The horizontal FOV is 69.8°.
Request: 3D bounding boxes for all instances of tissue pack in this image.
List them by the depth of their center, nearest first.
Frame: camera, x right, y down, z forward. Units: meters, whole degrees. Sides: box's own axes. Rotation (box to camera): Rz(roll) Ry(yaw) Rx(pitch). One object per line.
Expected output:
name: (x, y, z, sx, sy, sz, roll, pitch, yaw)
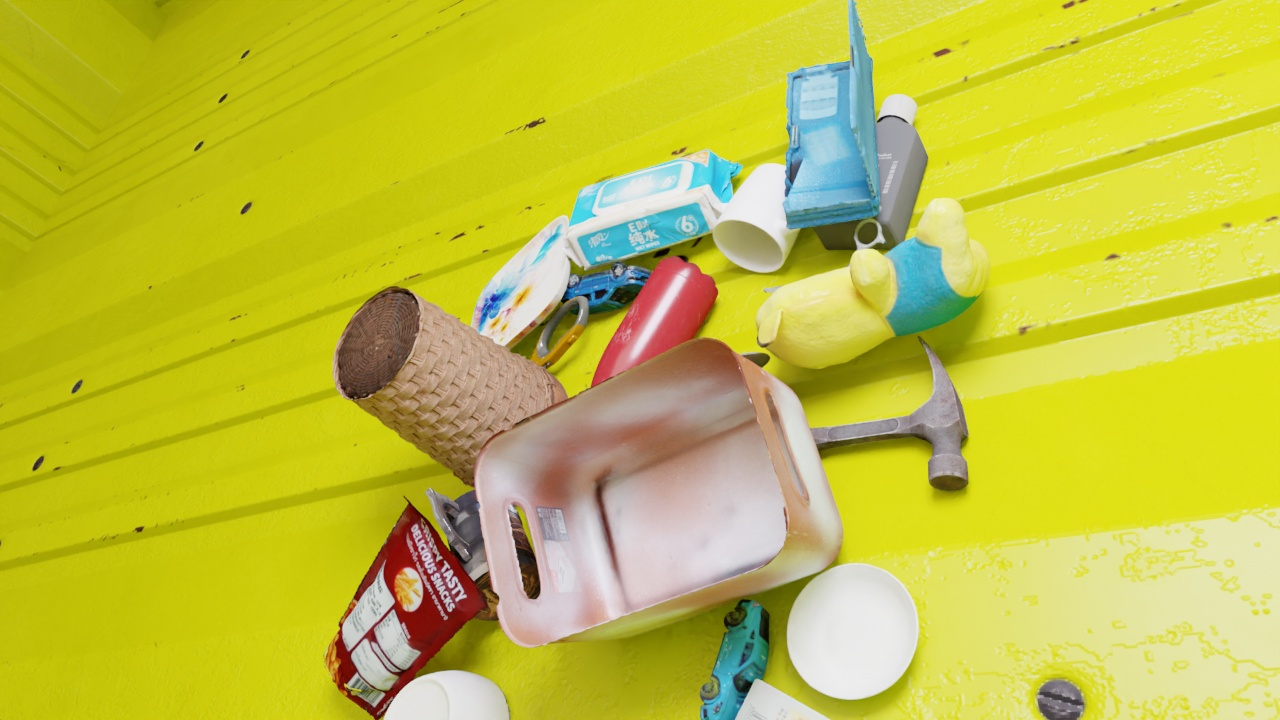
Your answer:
tissue pack: (0.014, -0.175, 1.054, 0.210, 0.066, 0.116, -13, 36, 19)

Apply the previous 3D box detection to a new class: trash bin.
trash bin: (0.019, 0.118, 0.757, 0.260, 0.157, 0.181, -27, 64, 24)
trash bin: (-0.191, 0.035, 0.929, 0.152, 0.210, 0.151, -19, 55, 28)

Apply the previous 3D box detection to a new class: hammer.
hammer: (0.132, 0.065, 0.832, 0.315, 0.035, 0.137, -12, 53, 30)

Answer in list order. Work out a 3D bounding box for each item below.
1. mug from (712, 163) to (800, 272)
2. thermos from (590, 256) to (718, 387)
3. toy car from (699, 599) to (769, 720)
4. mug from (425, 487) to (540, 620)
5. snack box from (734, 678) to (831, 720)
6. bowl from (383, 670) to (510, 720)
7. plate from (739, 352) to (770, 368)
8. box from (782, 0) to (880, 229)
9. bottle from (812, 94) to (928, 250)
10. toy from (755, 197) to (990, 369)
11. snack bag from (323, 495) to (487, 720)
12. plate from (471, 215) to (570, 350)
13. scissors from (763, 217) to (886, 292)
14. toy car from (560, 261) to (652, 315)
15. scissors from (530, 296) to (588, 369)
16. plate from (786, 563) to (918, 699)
mug: (0.141, -0.152, 0.948, 0.114, 0.081, 0.087, -6, 47, 53)
thermos: (-0.006, 0.005, 0.949, 0.073, 0.073, 0.239, 19, 72, 43)
toy car: (0.079, 0.244, 0.728, 0.032, 0.048, 0.105, 8, 62, 36)
mug: (-0.158, 0.181, 0.901, 0.080, 0.116, 0.107, -41, 42, 9)
snack box: (0.122, 0.325, 0.650, 0.168, 0.027, 0.131, 17, 71, 42)
bowl: (-0.184, 0.338, 0.838, 0.117, 0.065, 0.116, -20, 48, 24)
plate: (0.035, 0.031, 0.843, 0.179, 0.178, 0.012, -23, 77, 21)
box: (0.179, -0.248, 0.895, 0.094, 0.112, 0.230, -6, 49, 20)
bottle: (0.243, -0.195, 0.934, 0.084, 0.046, 0.173, 5, 62, 39)
toy: (0.196, -0.049, 0.795, 0.214, 0.148, 0.084, -25, 69, 26)
snack bag: (-0.237, 0.245, 0.891, 0.139, 0.066, 0.208, 52, 122, 29)
plate: (-0.145, -0.079, 1.117, 0.187, 0.016, 0.186, -38, 32, 28)
scissors: (0.199, -0.066, 0.885, 0.147, 0.014, 0.142, 42, 115, 21)
toy car: (-0.038, -0.081, 1.055, 0.120, 0.056, 0.043, -12, 74, 36)
scissors: (-0.111, 0.037, 1.028, 0.225, 0.016, 0.229, -51, 50, 10)
plate: (0.165, 0.210, 0.704, 0.104, 0.026, 0.104, -20, 49, 25)
